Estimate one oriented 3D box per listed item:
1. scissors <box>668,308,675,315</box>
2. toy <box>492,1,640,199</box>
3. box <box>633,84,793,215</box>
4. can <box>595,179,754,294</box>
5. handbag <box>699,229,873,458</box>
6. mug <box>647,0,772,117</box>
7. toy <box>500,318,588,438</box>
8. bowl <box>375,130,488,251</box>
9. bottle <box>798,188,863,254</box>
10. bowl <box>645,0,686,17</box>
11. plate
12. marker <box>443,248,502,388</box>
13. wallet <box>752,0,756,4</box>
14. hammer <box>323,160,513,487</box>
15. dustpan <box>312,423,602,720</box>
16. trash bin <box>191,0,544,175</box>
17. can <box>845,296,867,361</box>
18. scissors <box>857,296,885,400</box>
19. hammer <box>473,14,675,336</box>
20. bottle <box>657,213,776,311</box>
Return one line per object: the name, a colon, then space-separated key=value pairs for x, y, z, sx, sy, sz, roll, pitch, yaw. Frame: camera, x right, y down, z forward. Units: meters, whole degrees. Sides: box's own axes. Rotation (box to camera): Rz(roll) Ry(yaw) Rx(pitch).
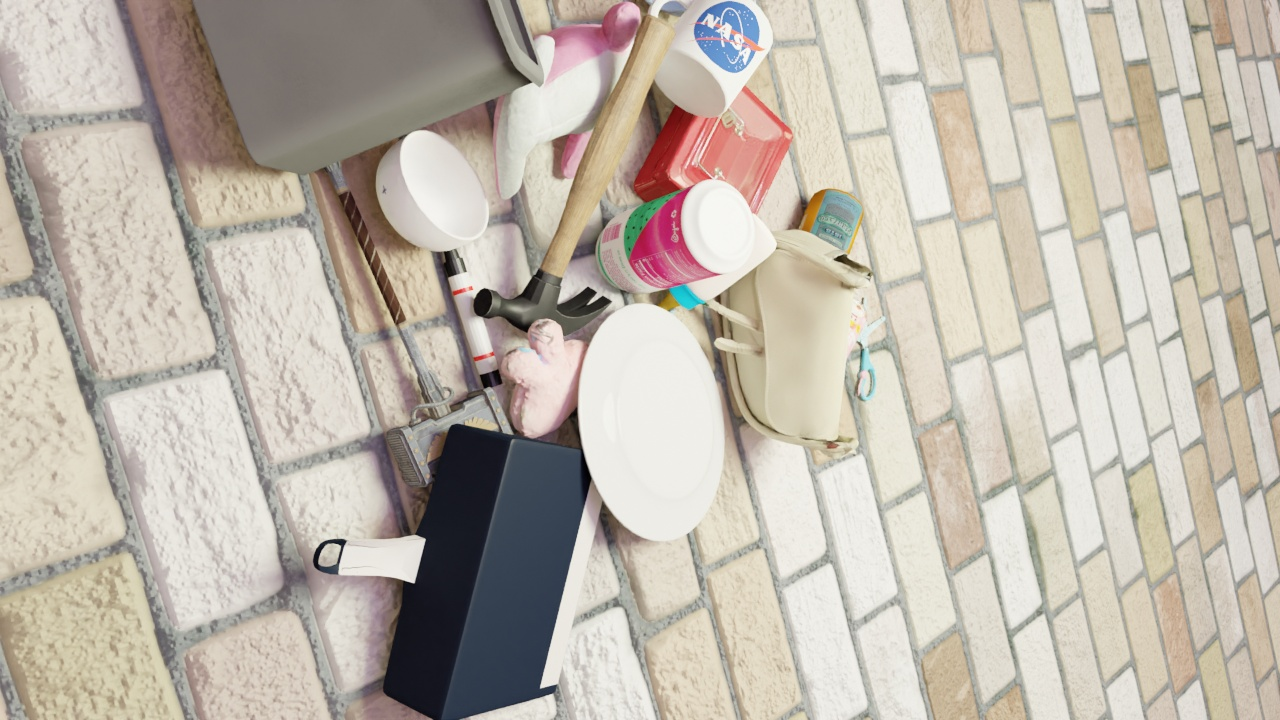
scissors: x=-0.003 y=0.008 z=0.965 sx=0.076 sy=0.017 sz=0.173 roll=45 pitch=59 yaw=-20
toy: x=-0.082 y=-0.266 z=0.874 sx=0.128 sy=0.187 sz=0.264 roll=28 pitch=38 yaw=8
box: x=0.082 y=-0.220 z=1.002 sx=0.129 sy=0.087 sz=0.158 roll=37 pitch=66 yaw=-28
can: x=0.031 y=-0.118 z=0.905 sx=0.088 sy=0.166 sz=0.088 roll=4 pitch=83 yaw=-35
handbag: x=0.152 y=-0.022 z=0.985 sx=0.131 sy=0.184 sz=0.229 roll=-8 pitch=105 yaw=-33
mug: x=0.059 y=-0.319 z=0.919 sx=0.121 sy=0.091 sz=0.090 roll=38 pitch=74 yaw=-13
toy: x=-0.089 y=0.013 z=0.862 sx=0.108 sy=0.053 sz=0.105 roll=-48 pitch=141 yaw=-23
bowl: x=-0.189 y=-0.144 z=0.809 sx=0.105 sy=0.054 sz=0.104 roll=38 pitch=42 yaw=-44
bottle: x=0.213 y=-0.125 z=1.097 sx=0.068 sy=0.068 sz=0.156 roll=36 pitch=66 yaw=-28
bowl: x=0.072 y=-0.436 z=0.993 sx=0.074 sy=0.151 sz=0.150 roll=8 pitch=80 yaw=-59
plate: x=0.023 y=0.060 z=0.931 sx=0.242 sy=0.016 sz=0.242 roll=17 pitch=69 yaw=-50
marker: x=-0.159 y=-0.045 z=0.853 sx=0.019 sy=0.019 sz=0.145 roll=-21 pitch=98 yaw=-35
wallet: x=0.114 y=-0.401 z=1.056 sx=0.032 sy=0.086 sz=0.116 roll=-5 pitch=82 yaw=0
hammer: x=-0.219 y=-0.055 z=0.801 sx=0.098 sy=0.044 sz=0.322 roll=-27 pitch=98 yaw=-34
dustpan: x=-0.150 y=0.176 z=0.788 sx=0.272 sy=0.080 sz=0.236 roll=20 pitch=83 yaw=-61
trash bin: x=-0.213 y=-0.271 z=0.708 sx=0.220 sy=0.097 sz=0.192 roll=-19 pitch=92 yaw=9
can: x=0.227 y=-0.035 z=1.097 sx=0.067 sy=0.067 sz=0.076 roll=47 pitch=60 yaw=-22
scissors: x=0.270 y=-0.020 z=1.165 sx=0.125 sy=0.015 sz=0.136 roll=12 pitch=72 yaw=-35
hammer: x=-0.042 y=-0.166 z=0.852 sx=0.132 sy=0.040 sz=0.306 roll=14 pitch=105 yaw=-48
bottle: x=0.073 y=-0.094 z=0.966 sx=0.051 sy=0.146 sz=0.051 roll=45 pitch=21 yaw=-22
